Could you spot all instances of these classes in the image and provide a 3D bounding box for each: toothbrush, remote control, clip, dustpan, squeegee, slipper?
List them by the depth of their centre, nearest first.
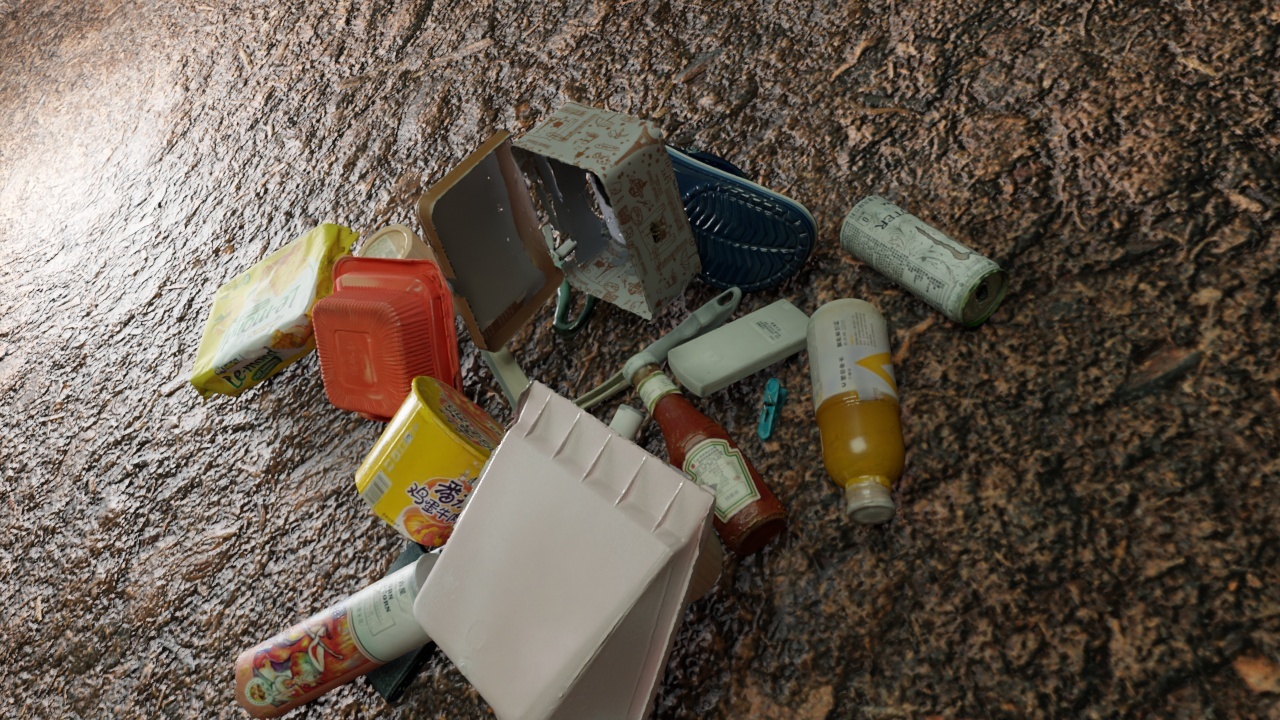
[{"bbox_3d":[-0.053,0.182,0.707,0.223,0.139,0.273,32,85,45],"label":"dustpan"},{"bbox_3d":[0.115,0.044,0.806,0.015,0.049,0.056,8,73,29],"label":"clip"},{"bbox_3d":[-0.058,0.140,0.811,0.026,0.027,0.220,28,79,1],"label":"toothbrush"},{"bbox_3d":[0.092,-0.012,0.822,0.135,0.019,0.056,-25,47,-20],"label":"remote control"},{"bbox_3d":[-0.005,0.005,0.884,0.246,0.039,0.246,-34,65,2],"label":"squeegee"},{"bbox_3d":[0.065,-0.151,0.919,0.253,0.105,0.095,30,35,25],"label":"slipper"}]

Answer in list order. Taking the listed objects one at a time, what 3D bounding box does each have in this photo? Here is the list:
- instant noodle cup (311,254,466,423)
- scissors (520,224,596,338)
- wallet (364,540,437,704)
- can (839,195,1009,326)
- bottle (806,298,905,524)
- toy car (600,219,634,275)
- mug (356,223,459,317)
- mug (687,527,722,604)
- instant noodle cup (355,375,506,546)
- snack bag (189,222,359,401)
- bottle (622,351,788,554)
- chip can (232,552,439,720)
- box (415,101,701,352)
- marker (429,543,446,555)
[{"bbox_3d":[-0.266,-0.013,0.948,0.165,0.078,0.189,4,107,30],"label":"instant noodle cup"},{"bbox_3d":[-0.124,-0.076,1.015,0.179,0.019,0.170,-24,53,14],"label":"scissors"},{"bbox_3d":[-0.221,0.240,0.852,0.097,0.019,0.121,32,84,39],"label":"wallet"},{"bbox_3d":[0.244,-0.089,0.799,0.058,0.058,0.147,-43,49,-4],"label":"can"},{"bbox_3d":[0.176,0.039,0.745,0.068,0.068,0.189,-13,54,20],"label":"bottle"},{"bbox_3d":[-0.018,-0.115,0.974,0.048,0.032,0.105,-27,50,9],"label":"toy car"},{"bbox_3d":[-0.244,-0.104,1.042,0.124,0.103,0.084,-36,50,3],"label":"mug"},{"bbox_3d":[-0.001,0.148,0.743,0.115,0.106,0.081,-16,53,19],"label":"mug"},{"bbox_3d":[-0.191,0.100,0.866,0.110,0.138,0.138,-49,50,5],"label":"instant noodle cup"},{"bbox_3d":[-0.441,-0.058,1.121,0.247,0.068,0.157,-25,48,26],"label":"snack bag"},{"bbox_3d":[0.047,0.072,0.787,0.060,0.060,0.206,-37,56,1],"label":"bottle"},{"bbox_3d":[-0.258,0.247,0.813,0.215,0.071,0.071,-29,50,16],"label":"chip can"},{"bbox_3d":[-0.077,-0.107,0.834,0.157,0.183,0.192,24,58,38],"label":"box"},{"bbox_3d":[-0.192,0.188,0.881,0.124,0.015,0.018,-25,50,15],"label":"marker"}]
